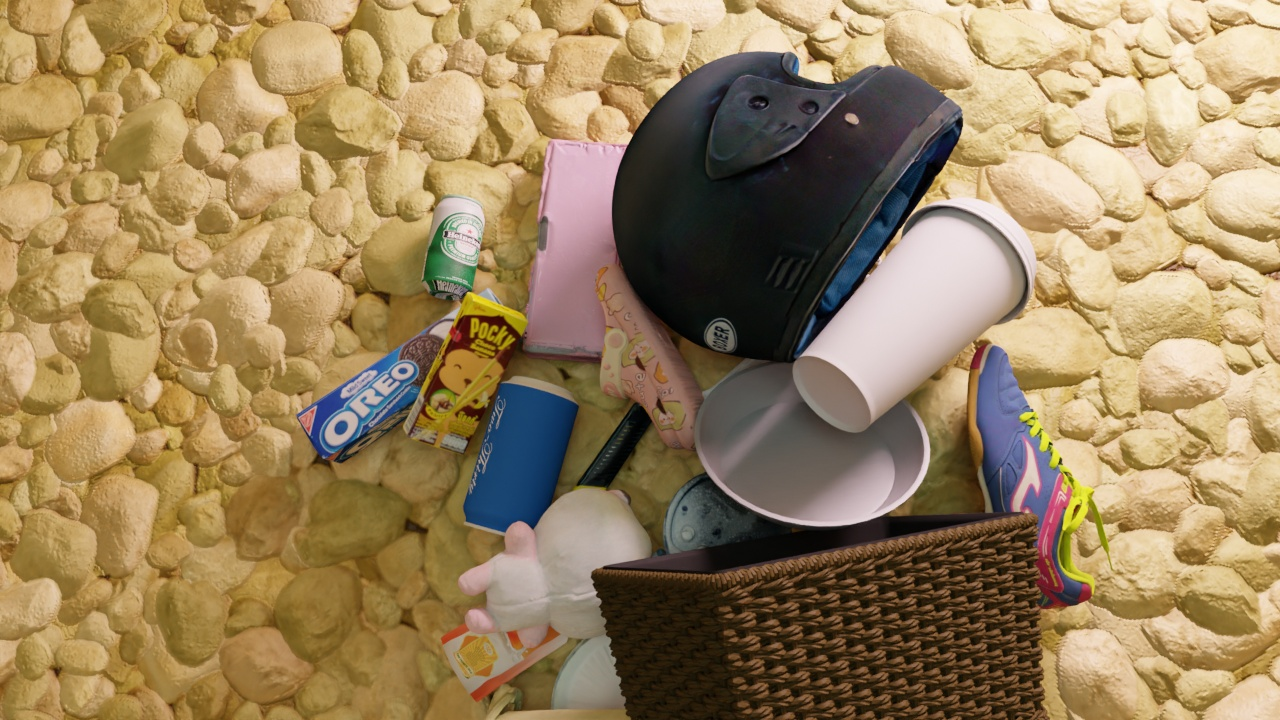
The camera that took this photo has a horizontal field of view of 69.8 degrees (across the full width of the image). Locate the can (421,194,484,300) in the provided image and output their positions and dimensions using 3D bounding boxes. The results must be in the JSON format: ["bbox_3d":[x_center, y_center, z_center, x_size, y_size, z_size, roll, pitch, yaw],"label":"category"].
[{"bbox_3d":[-0.191,-0.114,0.939,0.053,0.053,0.101,6,78,6],"label":"can"}]

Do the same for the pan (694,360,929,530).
[{"bbox_3d":[0.207,0.037,0.840,0.355,0.051,0.201,-30,48,-28],"label":"pan"}]

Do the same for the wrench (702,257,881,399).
[{"bbox_3d":[0.136,-0.017,0.914,0.273,0.009,0.047,-41,77,-5],"label":"wrench"}]

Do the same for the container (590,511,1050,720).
[{"bbox_3d":[0.151,0.241,0.708,0.320,0.177,0.205,-3,82,-30],"label":"container"}]

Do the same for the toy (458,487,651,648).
[{"bbox_3d":[-0.072,0.192,0.818,0.179,0.101,0.139,-13,105,-21],"label":"toy"}]

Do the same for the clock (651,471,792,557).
[{"bbox_3d":[0.073,0.176,0.849,0.118,0.060,0.162,27,81,10],"label":"clock"}]

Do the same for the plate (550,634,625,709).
[{"bbox_3d":[-0.006,0.316,0.832,0.157,0.014,0.156,-5,69,13],"label":"plate"}]

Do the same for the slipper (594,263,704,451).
[{"bbox_3d":[-0.005,0.005,0.866,0.082,0.093,0.197,-29,84,11],"label":"slipper"}]

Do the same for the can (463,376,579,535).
[{"bbox_3d":[-0.113,0.093,0.872,0.079,0.079,0.146,14,78,7],"label":"can"}]

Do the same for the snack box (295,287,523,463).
[{"bbox_3d":[-0.225,0.016,0.910,0.226,0.059,0.059,-33,81,-4],"label":"snack box"}]

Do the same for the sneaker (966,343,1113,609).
[{"bbox_3d":[0.357,0.100,0.831,0.091,0.116,0.241,-12,79,30],"label":"sneaker"}]

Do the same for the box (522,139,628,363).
[{"bbox_3d":[-0.063,-0.114,0.938,0.098,0.037,0.232,6,77,6],"label":"box"}]

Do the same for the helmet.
[{"bbox_3d":[0.112,-0.162,0.832,0.236,0.249,0.315,35,74,16],"label":"helmet"}]

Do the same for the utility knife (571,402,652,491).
[{"bbox_3d":[-0.022,0.088,0.897,0.029,0.020,0.213,37,81,-6],"label":"utility knife"}]

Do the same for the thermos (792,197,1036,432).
[{"bbox_3d":[0.237,-0.037,0.808,0.221,0.132,0.131,-40,77,-22],"label":"thermos"}]

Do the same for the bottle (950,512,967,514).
[{"bbox_3d":[0.292,0.204,0.832,0.048,0.048,0.131,2,77,5],"label":"bottle"}]

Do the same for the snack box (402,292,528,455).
[{"bbox_3d":[-0.166,0.014,0.869,0.061,0.025,0.149,22,101,-29],"label":"snack box"}]

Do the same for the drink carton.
[{"bbox_3d":[-0.118,0.257,0.862,0.122,0.039,0.069,-31,76,-9],"label":"drink carton"}]

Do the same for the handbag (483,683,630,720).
[{"bbox_3d":[-0.062,0.365,0.766,0.233,0.088,0.190,-11,61,22],"label":"handbag"}]
